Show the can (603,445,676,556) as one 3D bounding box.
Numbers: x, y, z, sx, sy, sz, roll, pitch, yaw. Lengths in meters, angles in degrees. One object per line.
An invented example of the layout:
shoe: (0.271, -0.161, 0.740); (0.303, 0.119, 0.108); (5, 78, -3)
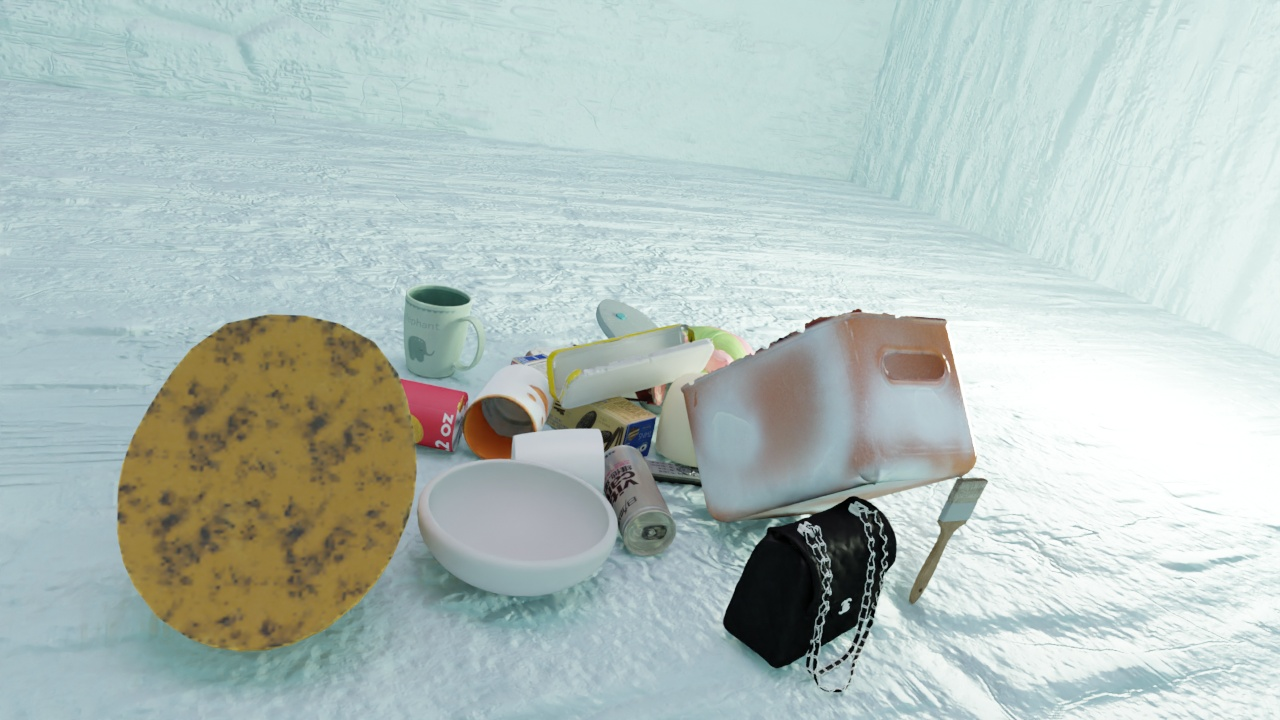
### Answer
can: (-0.007, 0.140, 0.941); (0.054, 0.054, 0.135); (5, 22, -17)

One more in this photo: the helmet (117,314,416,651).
helmet: (-0.285, 0.106, 0.730); (0.205, 0.132, 0.255); (8, 64, -12)

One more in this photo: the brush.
brush: (0.290, 0.176, 0.885); (0.045, 0.143, 0.008); (6, 23, -38)

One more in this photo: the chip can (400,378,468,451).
chip can: (-0.304, 0.045, 1.002); (0.220, 0.069, 0.069); (12, 21, -1)

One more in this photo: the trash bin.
trash bin: (0.186, 0.067, 0.928); (0.181, 0.157, 0.261); (2, -20, -35)

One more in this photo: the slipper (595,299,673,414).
slipper: (0.001, 0.003, 1.314); (0.098, 0.055, 0.268); (4, 33, -25)

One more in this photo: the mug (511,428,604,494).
mug: (-0.084, 0.124, 0.929); (0.087, 0.081, 0.114); (1, 54, -11)

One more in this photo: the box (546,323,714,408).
box: (-0.010, 0.007, 1.085); (0.209, 0.067, 0.070); (-13, 35, -33)

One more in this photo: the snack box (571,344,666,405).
snack box: (-0.031, 0.017, 1.184); (0.121, 0.072, 0.072); (5, 19, 14)

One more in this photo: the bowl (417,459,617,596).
bowl: (-0.112, 0.159, 0.820); (0.176, 0.066, 0.176); (10, 21, -4)

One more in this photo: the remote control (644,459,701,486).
remote control: (0.055, 0.131, 1.051); (0.136, 0.013, 0.033); (7, 21, -11)

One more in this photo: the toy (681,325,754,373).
toy: (0.113, 0.006, 1.272); (0.192, 0.097, 0.236); (34, 12, 28)

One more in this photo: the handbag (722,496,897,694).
handbag: (0.166, 0.195, 0.795); (0.153, 0.125, 0.115); (-7, 28, -41)

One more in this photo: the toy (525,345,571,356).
toy: (-0.100, 0.001, 1.267); (0.122, 0.038, 0.079); (9, 14, -16)

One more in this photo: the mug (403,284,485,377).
mug: (-0.250, -0.031, 1.173); (0.111, 0.104, 0.084); (18, 22, 17)

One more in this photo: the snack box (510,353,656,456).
snack box: (-0.077, 0.056, 1.115); (0.207, 0.057, 0.056); (27, 25, 36)

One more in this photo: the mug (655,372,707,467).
mug: (0.067, 0.062, 1.097); (0.096, 0.100, 0.120); (3, 13, -32)

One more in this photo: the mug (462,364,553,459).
mug: (-0.146, 0.058, 1.033); (0.082, 0.082, 0.105); (13, 21, 2)
